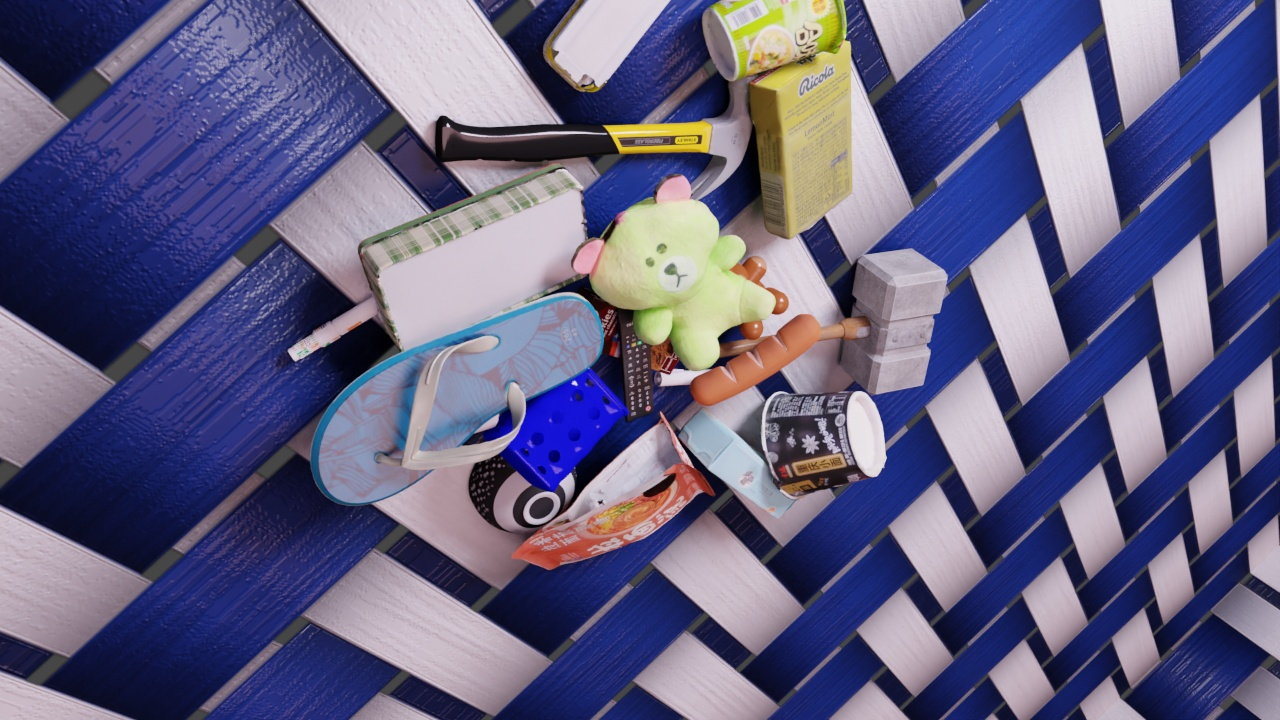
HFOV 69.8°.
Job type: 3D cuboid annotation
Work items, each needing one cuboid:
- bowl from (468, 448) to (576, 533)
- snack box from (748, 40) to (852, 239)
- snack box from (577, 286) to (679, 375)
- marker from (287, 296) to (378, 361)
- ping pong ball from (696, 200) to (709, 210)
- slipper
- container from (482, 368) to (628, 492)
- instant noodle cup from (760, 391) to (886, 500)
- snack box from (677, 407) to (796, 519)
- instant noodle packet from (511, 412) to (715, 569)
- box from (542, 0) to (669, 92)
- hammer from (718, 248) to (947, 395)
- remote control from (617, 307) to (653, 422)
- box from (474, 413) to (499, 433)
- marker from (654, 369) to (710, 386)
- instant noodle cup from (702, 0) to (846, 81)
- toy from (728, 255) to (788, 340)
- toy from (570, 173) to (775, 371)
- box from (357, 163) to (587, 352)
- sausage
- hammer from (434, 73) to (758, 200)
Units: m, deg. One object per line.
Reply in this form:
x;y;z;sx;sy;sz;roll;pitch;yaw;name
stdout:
-0.121;0.143;1.005;0.120;0.066;0.120;-16;125;-23;bowl
0.170;-0.227;0.957;0.121;0.045;0.181;-39;137;-27;snack box
-0.014;-0.030;0.986;0.140;0.032;0.051;19;107;-38;snack box
-0.254;-0.044;0.838;0.145;0.017;0.017;-33;130;-10;marker
0.054;-0.146;0.950;0.040;0.040;0.040;-16;125;-24;ping pong ball
-0.159;0.032;0.821;0.294;0.060;0.118;-30;112;-13;slipper
-0.088;0.065;0.935;0.113;0.084;0.085;-47;107;-17;container
0.228;0.097;1.123;0.137;0.112;0.137;21;62;-48;instant noodle cup
0.126;0.131;1.145;0.053;0.075;0.174;-50;132;3;snack box
-0.036;0.167;1.043;0.221;0.084;0.164;-33;160;-1;instant noodle packet
-0.003;-0.333;0.807;0.064;0.037;0.210;36;97;-36;box
0.201;-0.029;1.101;0.317;0.083;0.163;-9;123;-18;hammer
-0.006;0.006;0.979;0.033;0.015;0.147;-18;126;-22;remote control
-0.172;0.016;0.887;0.155;0.084;0.126;-13;118;-27;box
0.076;0.018;1.082;0.133;0.017;0.020;-2;118;-31;marker
0.120;-0.315;0.856;0.108;0.099;0.099;-25;129;-6;instant noodle cup
0.097;-0.079;1.005;0.127;0.065;0.095;28;106;-35;toy
0.032;-0.087;0.907;0.150;0.107;0.197;-42;117;-2;toy
-0.143;-0.093;0.831;0.205;0.051;0.118;-29;142;-19;box
0.131;0.002;1.040;0.164;0.039;0.044;-32;124;5;sausage
-0.034;-0.208;0.867;0.323;0.029;0.127;-9;123;-26;hammer
